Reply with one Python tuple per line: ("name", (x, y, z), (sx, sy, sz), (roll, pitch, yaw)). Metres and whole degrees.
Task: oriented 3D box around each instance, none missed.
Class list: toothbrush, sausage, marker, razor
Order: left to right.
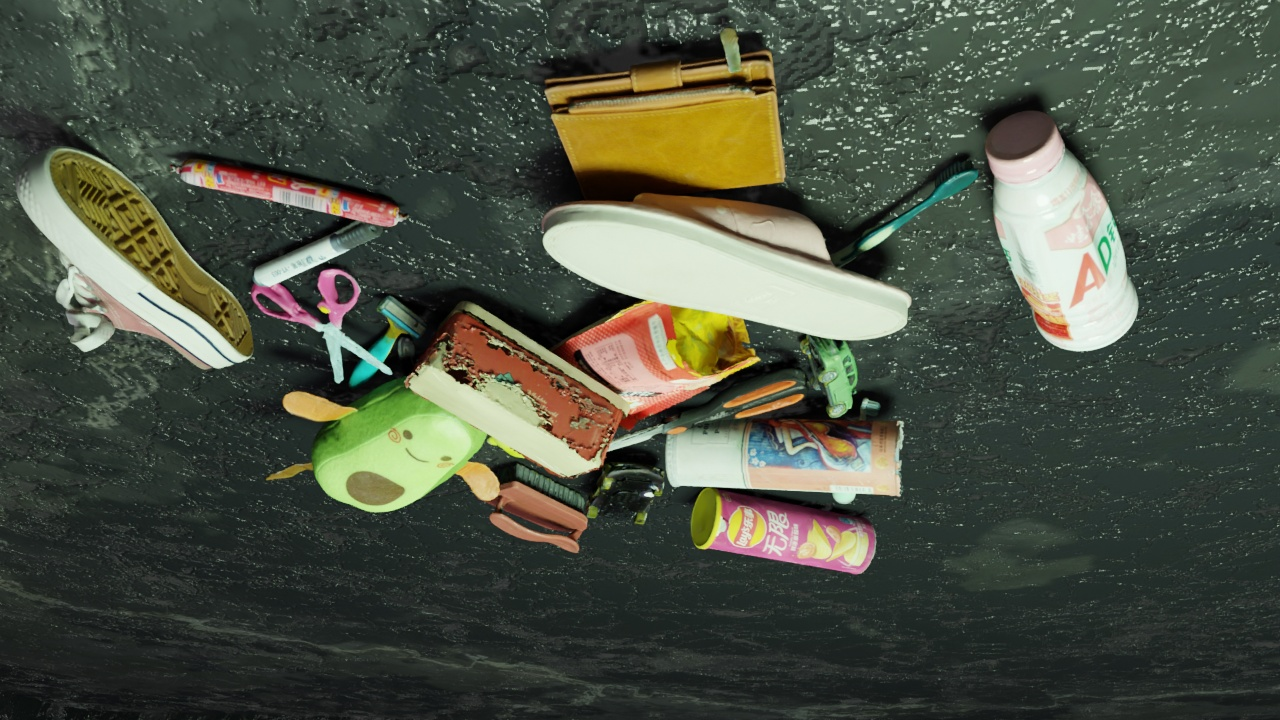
("sausage", (-0.236, -0.115, 0.623), (0.155, 0.020, 0.020), (11, 149, -14))
("marker", (-0.244, -0.081, 0.684), (0.131, 0.018, 0.022), (-16, 120, 28))
("razor", (-0.224, -0.010, 0.791), (0.043, 0.028, 0.133), (36, 137, -12))
("toothbrush", (-0.216, 0.027, 0.871), (0.015, 0.018, 0.181), (5, 148, -5))
("toothbrush", (0.217, 0.093, 0.933), (0.027, 0.026, 0.225), (16, 152, 15))
("toothbrush", (0.157, -0.086, 0.644), (0.016, 0.018, 0.192), (19, 148, -27))

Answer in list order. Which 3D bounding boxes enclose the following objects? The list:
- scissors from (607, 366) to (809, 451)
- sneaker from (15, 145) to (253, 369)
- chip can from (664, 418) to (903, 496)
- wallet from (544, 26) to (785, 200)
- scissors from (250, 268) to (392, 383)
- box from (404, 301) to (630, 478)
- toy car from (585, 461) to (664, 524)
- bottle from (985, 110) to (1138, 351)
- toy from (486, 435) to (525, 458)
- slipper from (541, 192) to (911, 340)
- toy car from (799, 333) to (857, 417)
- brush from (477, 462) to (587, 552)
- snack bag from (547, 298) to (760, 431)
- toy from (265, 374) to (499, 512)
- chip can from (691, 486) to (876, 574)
("scissors", (0.038, 0.047, 0.823), (0.235, 0.021, 0.137), (-13, 160, -5))
("sneaker", (-0.373, -0.054, 0.660), (0.088, 0.118, 0.241), (-19, 154, -3))
("chip can", (0.135, 0.089, 0.863), (0.215, 0.071, 0.071), (0, 151, 19))
("wallet", (0.017, -0.137, 0.545), (0.131, 0.035, 0.119), (-3, 151, 11))
("scissors", (-0.263, -0.028, 0.754), (0.125, 0.017, 0.134), (10, 135, -2))
("box", (-0.104, 0.035, 0.756), (0.168, 0.079, 0.092), (33, 153, -15))
("toy car", (-0.017, 0.145, 1.026), (0.070, 0.042, 0.158), (9, 150, -11))
("bottle", (0.270, -0.081, 0.595), (0.068, 0.068, 0.197), (-16, 141, 29))
("toy", (-0.101, 0.076, 0.928), (0.096, 0.031, 0.100), (13, 148, -20))
("slipper", (0.066, -0.069, 0.628), (0.274, 0.054, 0.114), (13, 161, -20))
("toy car", (0.162, 0.010, 0.776), (0.036, 0.043, 0.091), (-23, 139, -1))
("brush", (-0.117, 0.176, 1.062), (0.063, 0.069, 0.145), (-18, 144, 34))
("snack bag", (-0.005, 0.004, 0.770), (0.128, 0.073, 0.208), (27, 151, -24))
("toy", (-0.230, 0.083, 0.856), (0.226, 0.089, 0.247), (29, 131, -35))
("chip can", (0.169, 0.201, 1.080), (0.210, 0.071, 0.072), (13, 148, -18))
